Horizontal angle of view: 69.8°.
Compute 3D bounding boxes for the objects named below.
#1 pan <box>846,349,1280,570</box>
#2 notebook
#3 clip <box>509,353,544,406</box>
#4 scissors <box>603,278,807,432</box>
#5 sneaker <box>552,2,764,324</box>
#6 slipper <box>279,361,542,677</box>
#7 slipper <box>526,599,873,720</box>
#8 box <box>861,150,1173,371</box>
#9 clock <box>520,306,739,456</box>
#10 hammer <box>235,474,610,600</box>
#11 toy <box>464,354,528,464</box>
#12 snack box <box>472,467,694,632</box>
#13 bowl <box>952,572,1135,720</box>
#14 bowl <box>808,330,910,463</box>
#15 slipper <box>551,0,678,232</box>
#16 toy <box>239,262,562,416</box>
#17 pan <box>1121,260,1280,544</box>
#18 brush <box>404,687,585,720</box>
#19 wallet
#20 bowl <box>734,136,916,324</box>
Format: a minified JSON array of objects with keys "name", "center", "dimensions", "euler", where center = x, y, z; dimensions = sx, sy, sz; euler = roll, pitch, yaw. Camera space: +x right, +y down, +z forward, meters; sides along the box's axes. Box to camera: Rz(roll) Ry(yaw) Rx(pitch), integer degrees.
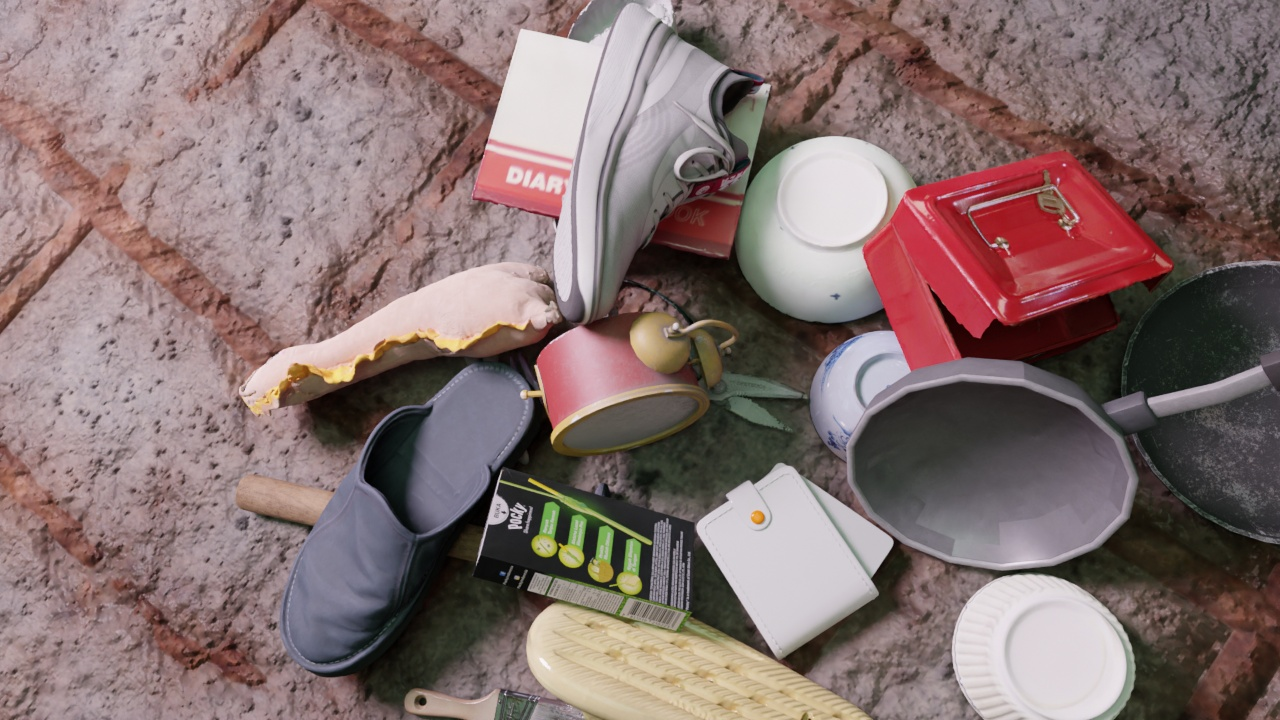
[{"name":"pan","center":[0.291,0.034,0.555],"dimensions":[0.178,0.358,0.041],"euler":[46,42,-18]},{"name":"notebook","center":[-0.014,-0.174,0.731],"dimensions":[0.209,0.012,0.153],"euler":[13,80,3]},{"name":"clip","center":[-0.089,0.019,0.753],"dimensions":[0.042,0.014,0.052],"euler":[2,76,10]},{"name":"scissors","center":[0.039,-0.007,0.738],"dimensions":[0.210,0.015,0.142],"euler":[5,73,12]},{"name":"sneaker","center":[0.012,-0.133,0.666],"dimensions":[0.128,0.097,0.262],"euler":[17,65,-5]},{"name":"slipper","center":[-0.181,0.104,0.671],"dimensions":[0.109,0.083,0.265],"euler":[34,81,21]},{"name":"slipper","center":[0.043,0.243,0.627],"dimensions":[0.261,0.111,0.079],"euler":[22,119,5]},{"name":"box","center":[0.254,-0.061,0.649],"dimensions":[0.157,0.113,0.134],"euler":[-15,64,-19]},{"name":"clock","center":[-0.004,0.004,0.668],"dimensions":[0.159,0.117,0.081],"euler":[-27,67,25]},{"name":"hammer","center":[-0.176,0.133,0.723],"dimensions":[0.322,0.040,0.129],"euler":[10,71,13]},{"name":"toy","center":[-0.120,0.037,0.743],"dimensions":[0.049,0.030,0.111],"euler":[-23,64,15]},{"name":"snack box","center":[-0.036,0.132,0.645],"dimensions":[0.147,0.025,0.080],"euler":[18,38,-9]},{"name":"bowl","center":[0.272,0.197,0.610],"dimensions":[0.115,0.062,0.115],"euler":[-3,73,9]},{"name":"bowl","center":[0.184,0.025,0.686],"dimensions":[0.114,0.045,0.114],"euler":[-3,73,9]},{"name":"slipper","center":[-0.021,-0.202,0.774],"dimensions":[0.112,0.075,0.246],"euler":[12,81,-14]},{"name":"toy","center":[-0.189,-0.013,0.717],"dimensions":[0.264,0.196,0.065],"euler":[-22,107,-7]},{"name":"pan","center":[0.451,0.102,0.621],"dimensions":[0.208,0.040,0.356],"euler":[-9,73,7]},{"name":"brush","center":[-0.105,0.264,0.681],"dimensions":[0.151,0.012,0.039],"euler":[7,75,12]},{"name":"wallet","center":[0.116,0.135,0.670],"dimensions":[0.115,0.037,0.118],"euler":[-33,74,-1]},{"name":"bowl","center":[0.149,-0.112,0.720],"dimensions":[0.153,0.073,0.153],"euler":[-3,72,9]}]
